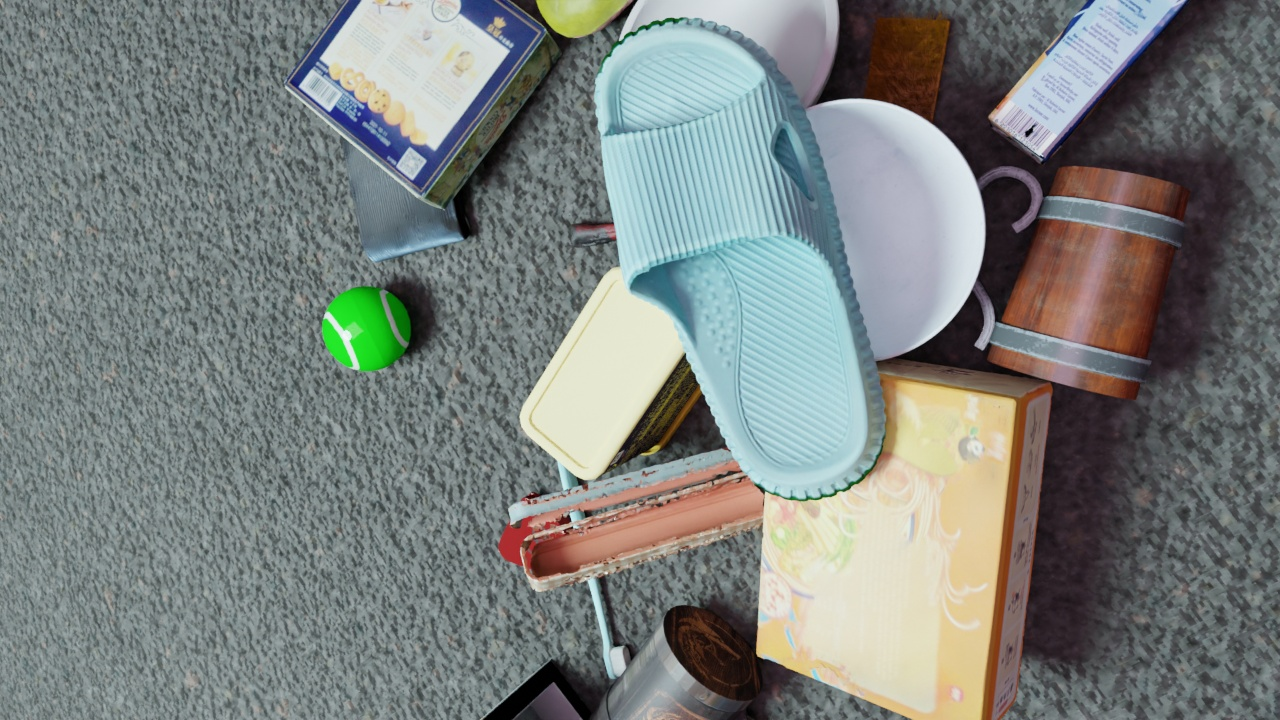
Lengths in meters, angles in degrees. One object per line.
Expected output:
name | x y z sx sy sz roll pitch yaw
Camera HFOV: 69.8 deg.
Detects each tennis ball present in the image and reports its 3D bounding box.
tennis ball | -0.209 -0.024 0.704 0.065 0.065 0.065 3 98 23

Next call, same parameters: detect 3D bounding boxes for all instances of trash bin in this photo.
trash bin | -0.134 0.374 0.682 0.247 0.142 0.142 -44 79 22

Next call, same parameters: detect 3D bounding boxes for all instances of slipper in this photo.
slipper | 0.052 -0.054 0.484 0.116 0.069 0.276 -20 90 13

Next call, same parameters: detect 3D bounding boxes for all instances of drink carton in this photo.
drink carton | 0.247 -0.169 0.491 0.040 0.064 0.130 41 111 10

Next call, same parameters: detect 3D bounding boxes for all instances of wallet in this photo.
wallet | -0.180 -0.139 0.698 0.089 0.026 0.115 -11 93 22

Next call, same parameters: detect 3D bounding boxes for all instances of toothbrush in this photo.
toothbrush | -0.036 0.149 0.680 0.017 0.016 0.180 -14 92 27

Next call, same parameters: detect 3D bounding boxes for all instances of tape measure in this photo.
tape measure | -0.076 0.135 0.694 0.051 0.019 0.059 35 116 13

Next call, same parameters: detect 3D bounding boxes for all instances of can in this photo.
can | -0.004 0.003 0.598 0.075 0.104 0.135 38 110 14

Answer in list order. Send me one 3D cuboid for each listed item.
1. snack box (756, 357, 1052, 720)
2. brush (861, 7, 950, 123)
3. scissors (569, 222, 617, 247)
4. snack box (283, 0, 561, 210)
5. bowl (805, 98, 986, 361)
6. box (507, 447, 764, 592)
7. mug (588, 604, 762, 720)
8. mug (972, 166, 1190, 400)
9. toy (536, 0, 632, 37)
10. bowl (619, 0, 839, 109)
snack box | 0.153 0.098 0.546 0.145 0.080 0.195 11 105 39
brush | 0.155 -0.144 0.559 0.048 0.017 0.126 11 101 21
scissors | 0.030 -0.123 0.616 0.199 0.015 0.179 -25 87 23
snack box | -0.154 -0.207 0.651 0.144 0.042 0.145 40 94 13
bowl | 0.131 -0.077 0.533 0.144 0.074 0.144 9 108 28
box | 0.010 0.096 0.593 0.187 0.056 0.067 -16 132 -5
mug | 0.036 0.245 0.636 0.116 0.079 0.107 30 111 -11
mug | 0.231 -0.048 0.509 0.117 0.081 0.111 18 100 28
toy | -0.040 -0.272 0.605 0.090 0.051 0.110 -34 79 35
bowl | 0.057 -0.186 0.573 0.150 0.043 0.149 -6 79 29
